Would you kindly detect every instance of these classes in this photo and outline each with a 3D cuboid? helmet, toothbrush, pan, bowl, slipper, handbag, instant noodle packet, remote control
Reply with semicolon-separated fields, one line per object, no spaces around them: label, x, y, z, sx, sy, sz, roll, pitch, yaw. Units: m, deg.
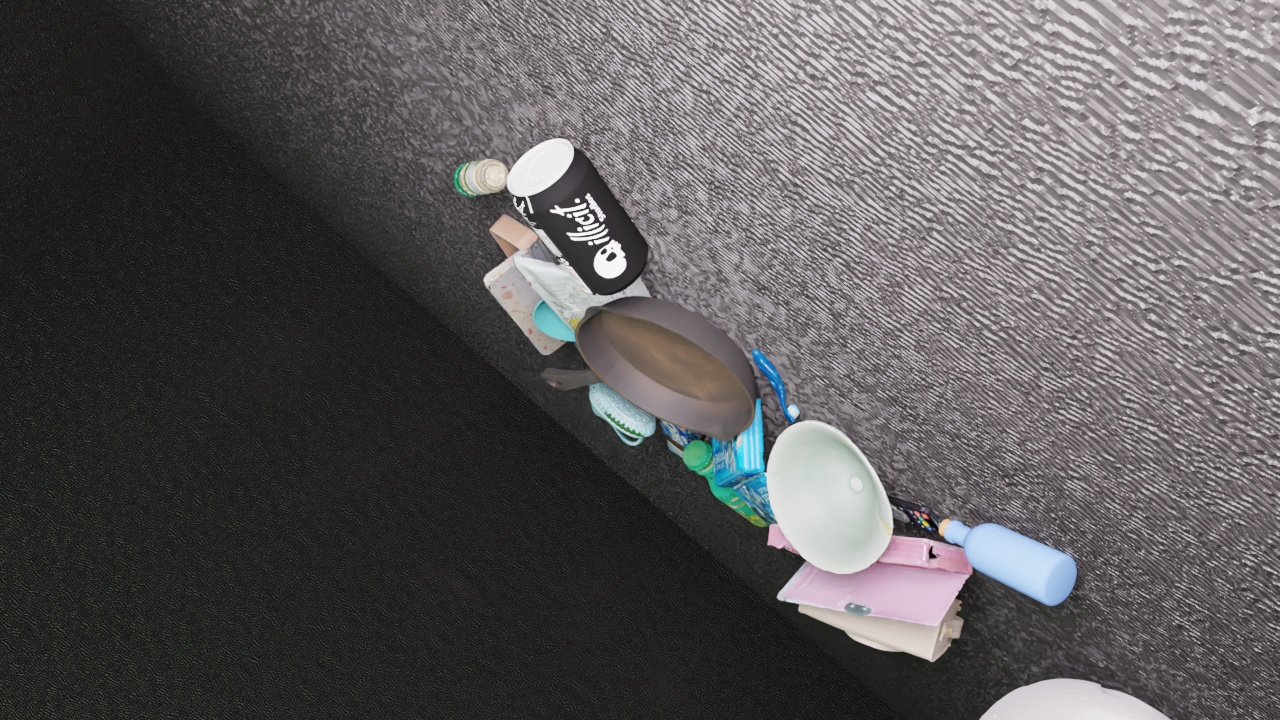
helmet;0.505;0.462;1.021;0.224;0.183;0.283;45;163;9
toothbrush;0.146;0.027;0.986;0.021;0.016;0.132;29;162;43
pan;-0.007;0.006;1.105;0.357;0.043;0.248;-4;138;51
bowl;0.224;0.146;1.020;0.174;0.067;0.174;20;115;49
slipper;-0.031;0.067;1.359;0.116;0.069;0.275;38;-168;-4
handbag;0.329;0.322;1.219;0.195;0.101;0.197;14;176;31
bowl;-0.078;-0.076;1.184;0.121;0.121;0.046;58;-157;-56
instant noodle packet;-0.039;-0.046;1.130;0.147;0.057;0.269;0;152;22
remote control;0.282;0.163;1.042;0.045;0.021;0.141;46;163;-29

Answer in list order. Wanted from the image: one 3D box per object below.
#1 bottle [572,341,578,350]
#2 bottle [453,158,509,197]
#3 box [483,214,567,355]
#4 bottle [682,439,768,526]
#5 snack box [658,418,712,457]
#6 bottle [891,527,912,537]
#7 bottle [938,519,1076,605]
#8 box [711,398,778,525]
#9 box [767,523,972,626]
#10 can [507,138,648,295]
bottle;-0.028;-0.003;1.337;0.161;0.056;0.056;36;168;22
bottle;-0.189;-0.217;1.090;0.042;0.042;0.110;46;167;-24
box;-0.154;-0.111;1.305;0.107;0.095;0.216;64;-177;31
bottle;0.140;0.184;1.392;0.209;0.068;0.068;39;172;-39
snack box;0.070;0.101;1.404;0.059;0.059;0.226;34;166;18
bottle;0.305;0.235;1.134;0.060;0.060;0.108;47;167;-29
bottle;0.334;0.179;0.855;0.048;0.048;0.131;47;167;-30
box;0.139;0.149;1.197;0.244;0.063;0.174;104;143;-78
box;0.256;0.251;1.061;0.099;0.098;0.233;21;163;-37
can;-0.057;-0.133;0.874;0.080;0.080;0.146;29;164;46
